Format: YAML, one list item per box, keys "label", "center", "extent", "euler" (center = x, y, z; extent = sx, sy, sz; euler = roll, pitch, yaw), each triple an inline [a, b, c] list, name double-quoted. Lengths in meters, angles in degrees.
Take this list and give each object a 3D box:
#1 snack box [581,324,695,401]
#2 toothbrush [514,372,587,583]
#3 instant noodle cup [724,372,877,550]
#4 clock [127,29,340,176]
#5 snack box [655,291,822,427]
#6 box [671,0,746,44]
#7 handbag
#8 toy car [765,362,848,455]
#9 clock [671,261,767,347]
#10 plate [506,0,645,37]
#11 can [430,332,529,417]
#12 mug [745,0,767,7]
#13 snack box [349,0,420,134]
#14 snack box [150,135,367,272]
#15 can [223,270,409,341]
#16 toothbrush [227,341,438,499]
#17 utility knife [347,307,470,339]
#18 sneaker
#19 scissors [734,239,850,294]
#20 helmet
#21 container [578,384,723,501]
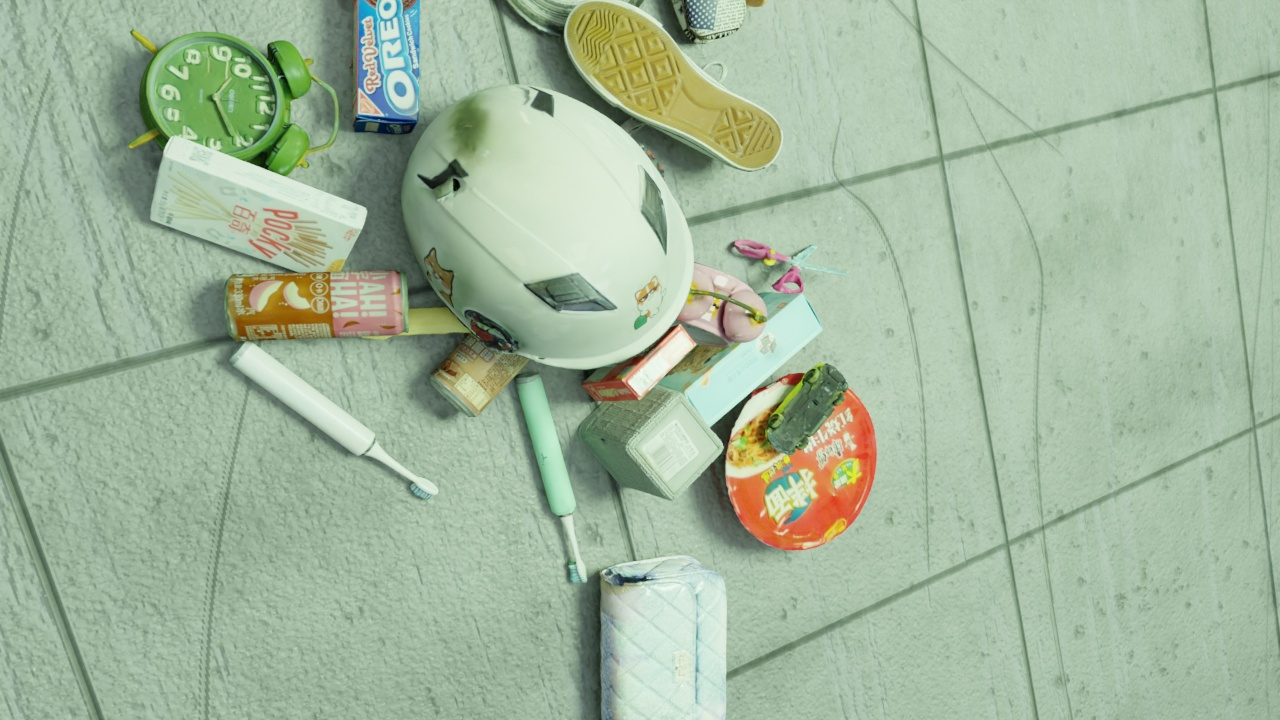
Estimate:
- label: "snack box"
  center: [-0.005, 0.005, 0.874]
  extent: [0.075, 0.153, 0.025]
  euler: [-43, 99, -15]
- label: "toothbrush"
  center: [-0.085, 0.119, 0.917]
  extent: [0.027, 0.026, 0.224]
  euler: [-11, 101, 17]
- label: "instant noodle cup"
  center: [0.163, 0.106, 1.004]
  extent: [0.193, 0.066, 0.194]
  euler: [-2, 96, -24]
- label: "clock"
  center: [-0.335, -0.213, 0.766]
  extent: [0.161, 0.056, 0.116]
  euler: [1, 94, -24]
- label: "snack box"
  center: [0.102, -0.004, 0.962]
  extent: [0.174, 0.074, 0.051]
  euler: [-39, 109, -16]
- label: "box"
  center: [0.060, -0.400, 0.902]
  extent: [0.075, 0.083, 0.163]
  euler: [-27, 110, -41]
- label: "handbag"
  center: [0.022, 0.305, 0.951]
  extent: [0.134, 0.076, 0.194]
  euler: [-3, 94, -23]
- label: "toy car"
  center: [0.168, 0.049, 0.949]
  extent: [0.048, 0.032, 0.105]
  euler: [38, 90, -22]
- label: "clock"
  center: [0.058, -0.055, 0.894]
  extent: [0.117, 0.159, 0.059]
  euler: [21, 81, -22]
- label: "plate"
  center: [-0.070, -0.401, 0.887]
  extent: [0.179, 0.024, 0.179]
  euler: [-3, 97, -24]
- label: "can"
  center: [-0.140, -0.005, 0.866]
  extent: [0.116, 0.058, 0.058]
  euler: [-48, 110, -14]
- label: "mug"
  center: [0.137, -0.433, 0.949]
  extent: [0.078, 0.078, 0.122]
  euler: [34, 85, -22]
- label: "snack box"
  center: [-0.224, -0.307, 0.807]
  extent: [0.057, 0.058, 0.207]
  euler: [1, 94, -21]
- label: "snack box"
  center: [-0.319, -0.122, 0.766]
  extent: [0.156, 0.085, 0.026]
  euler: [20, 50, -23]
- label: "can"
  center: [-0.276, -0.048, 0.791]
  extent: [0.147, 0.058, 0.058]
  euler: [-3, 95, -14]
- label: "toothbrush"
  center: [-0.271, 0.059, 0.831]
  extent: [0.026, 0.026, 0.221]
  euler: [-37, 114, 27]
- label: "utility knife"
  center: [-0.158, -0.035, 0.835]
  extent: [0.221, 0.022, 0.031]
  euler: [-3, 72, 5]
- label: "sneaker"
  center: [0.029, -0.264, 0.906]
  extent: [0.241, 0.088, 0.118]
  euler: [30, 95, -12]
- label: "scissors"
  center: [0.165, -0.100, 0.981]
  extent: [0.133, 0.130, 0.017]
  euler: [11, 125, -11]
- label: "helmet"
  center: [-0.086, -0.131, 0.779]
  extent: [0.274, 0.157, 0.229]
  euler: [40, 78, 17]
- label: "container"
  center: [0.012, 0.078, 0.908]
  extent: [0.090, 0.114, 0.090]
  euler: [-45, 110, -15]
